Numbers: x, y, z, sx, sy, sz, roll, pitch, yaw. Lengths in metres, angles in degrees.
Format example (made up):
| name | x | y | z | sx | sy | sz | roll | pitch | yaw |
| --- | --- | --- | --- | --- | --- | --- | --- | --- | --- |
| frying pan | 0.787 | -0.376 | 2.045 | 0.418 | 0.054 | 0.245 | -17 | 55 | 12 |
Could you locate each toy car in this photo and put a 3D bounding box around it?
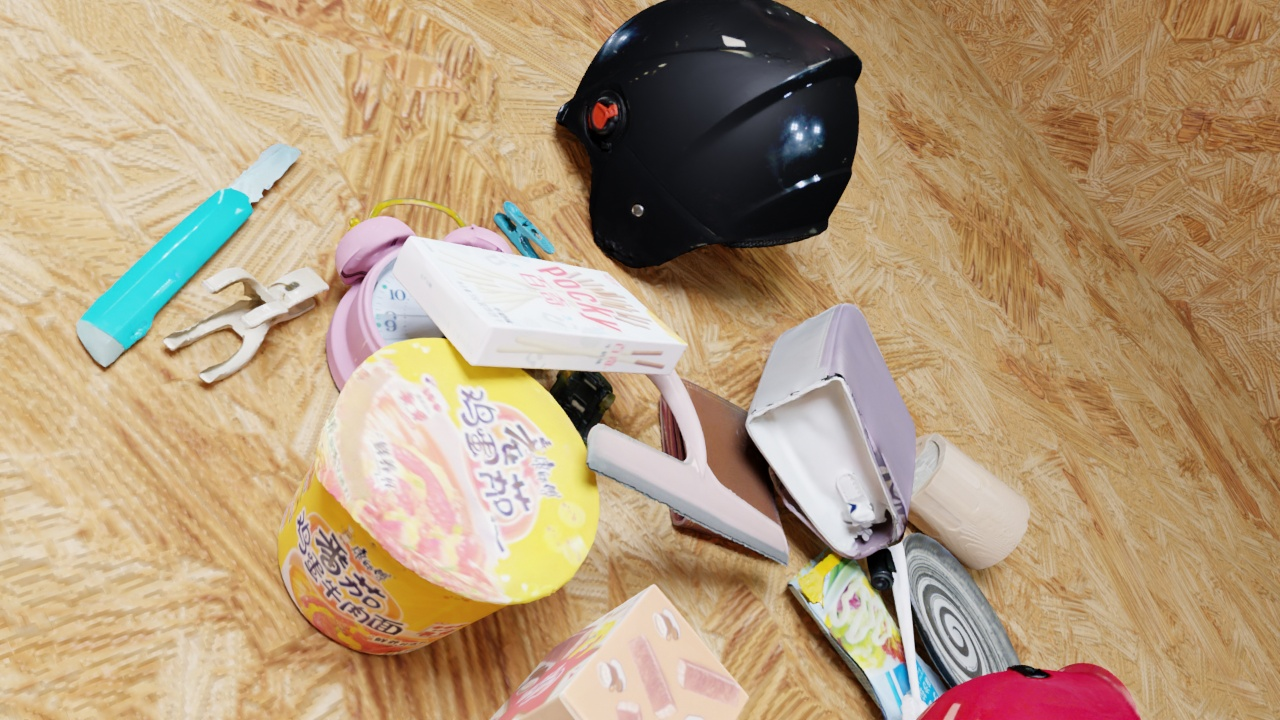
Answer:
| name | x | y | z | sx | sy | sz | roll | pitch | yaw |
| --- | --- | --- | --- | --- | --- | --- | --- | --- | --- |
| toy car | -0.049 | 0.036 | 0.612 | 0.043 | 0.036 | 0.091 | 42 | 35 | -10 |

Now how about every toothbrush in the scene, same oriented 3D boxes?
| name | x | y | z | sx | sy | sz | roll | pitch | yaw |
| --- | --- | --- | --- | --- | --- | --- | --- | --- | --- |
| toothbrush | 0.193 | 0.193 | 0.675 | 0.016 | 0.016 | 0.179 | 39 | 32 | -17 |

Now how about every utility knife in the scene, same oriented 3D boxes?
| name | x | y | z | sx | sy | sz | roll | pitch | yaw |
| --- | --- | --- | --- | --- | --- | --- | --- | --- | --- |
| utility knife | -0.249 | -0.071 | 0.524 | 0.029 | 0.013 | 0.215 | 35 | 40 | -15 |

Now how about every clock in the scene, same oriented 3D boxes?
| name | x | y | z | sx | sy | sz | roll | pitch | yaw |
| --- | --- | --- | --- | --- | --- | --- | --- | --- | --- |
| clock | -0.126 | -0.031 | 0.554 | 0.117 | 0.060 | 0.158 | 2 | 60 | -31 |

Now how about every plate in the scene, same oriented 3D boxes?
| name | x | y | z | sx | sy | sz | roll | pitch | yaw |
| --- | --- | --- | --- | --- | --- | --- | --- | --- | --- |
| plate | 0.263 | 0.228 | 0.756 | 0.179 | 0.024 | 0.179 | 38 | 29 | -26 |

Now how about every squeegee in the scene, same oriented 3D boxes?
| name | x | y | z | sx | sy | sz | roll | pitch | yaw |
| --- | --- | --- | --- | --- | --- | --- | --- | --- | --- |
| squeegee | -0.004 | 0.004 | 0.606 | 0.247 | 0.040 | 0.249 | 34 | 17 | -51 |

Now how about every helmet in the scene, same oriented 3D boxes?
| name | x | y | z | sx | sy | sz | roll | pitch | yaw |
| --- | --- | --- | --- | --- | --- | --- | --- | --- | --- |
| helmet | 0.062 | -0.209 | 0.812 | 0.275 | 0.231 | 0.232 | 37 | 30 | 19 |
| helmet | 0.195 | 0.281 | 0.510 | 0.144 | 0.207 | 0.239 | 11 | 53 | -6 |

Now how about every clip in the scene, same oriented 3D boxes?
| name | x | y | z | sx | sy | sz | roll | pitch | yaw |
| --- | --- | --- | --- | --- | --- | --- | --- | --- | --- |
| clip | -0.090 | -0.097 | 0.708 | 0.056 | 0.043 | 0.014 | 47 | 35 | 4 |
| clip | -0.218 | -0.019 | 0.503 | 0.035 | 0.092 | 0.103 | 43 | 0 | -5 |

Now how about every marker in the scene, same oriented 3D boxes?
| name | x | y | z | sx | sy | sz | roll | pitch | yaw |
| --- | --- | --- | --- | --- | --- | --- | --- | --- | --- |
| marker | 0.190 | 0.141 | 0.746 | 0.020 | 0.022 | 0.131 | 28 | 21 | -3 |

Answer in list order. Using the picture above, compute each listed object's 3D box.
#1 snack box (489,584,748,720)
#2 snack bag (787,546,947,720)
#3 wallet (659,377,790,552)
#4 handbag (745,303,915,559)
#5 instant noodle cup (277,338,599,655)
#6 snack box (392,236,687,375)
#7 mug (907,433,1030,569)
| name | x | y | z | sx | sy | sz | roll | pitch | yaw |
| --- | --- | --- | --- | --- | --- | --- | --- | --- | --- |
| snack box | -0.017 | 0.183 | 0.460 | 0.077 | 0.093 | 0.094 | 50 | 36 | 2 |
| snack bag | 0.184 | 0.229 | 0.677 | 0.191 | 0.039 | 0.110 | 56 | 24 | 10 |
| wallet | 0.064 | 0.082 | 0.694 | 0.101 | 0.032 | 0.124 | 25 | 42 | -33 |
| handbag | 0.160 | 0.052 | 0.742 | 0.145 | 0.099 | 0.196 | 56 | 24 | -7 |
| instant noodle cup | -0.107 | 0.074 | 0.454 | 0.138 | 0.110 | 0.137 | 28 | 41 | -27 |
| snack box | -0.051 | -0.027 | 0.512 | 0.156 | 0.027 | 0.084 | 3 | 33 | -50 |
| mug | 0.285 | 0.121 | 0.855 | 0.103 | 0.084 | 0.124 | 37 | 13 | -13 |
